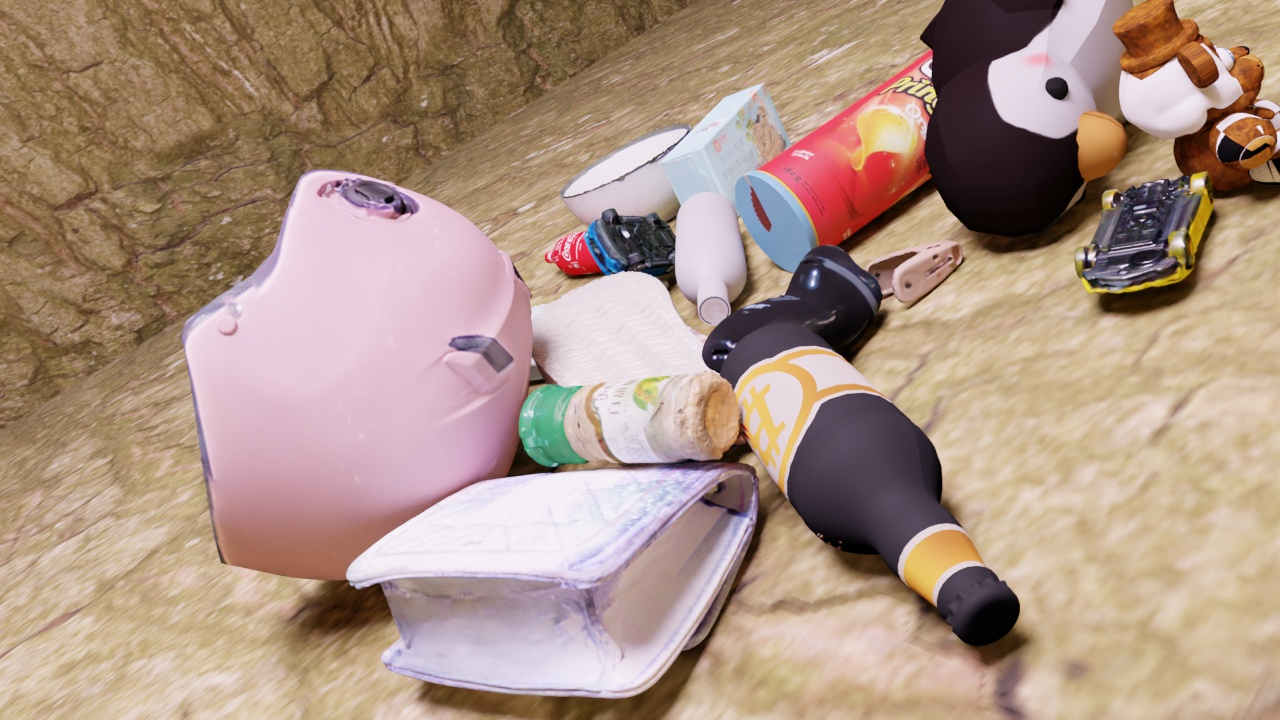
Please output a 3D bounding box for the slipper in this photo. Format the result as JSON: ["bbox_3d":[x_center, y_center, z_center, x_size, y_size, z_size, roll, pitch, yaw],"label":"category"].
[{"bbox_3d":[-0.003,0.003,0.579,0.115,0.052,0.263,-24,24,-6],"label":"slipper"}]

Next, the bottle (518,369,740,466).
[{"bbox_3d":[-0.008,0.029,0.430,0.111,0.043,0.042,-7,31,41],"label":"bottle"}]

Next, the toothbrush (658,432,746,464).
[{"bbox_3d":[0.059,0.038,0.481,0.135,0.017,0.021,-20,29,23],"label":"toothbrush"}]

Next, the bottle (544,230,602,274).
[{"bbox_3d":[-0.051,-0.106,0.895,0.041,0.042,0.142,-42,25,-29],"label":"bottle"}]

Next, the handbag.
[{"bbox_3d":[-0.036,0.093,0.419,0.159,0.069,0.126,-11,13,36],"label":"handbag"}]

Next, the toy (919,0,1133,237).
[{"bbox_3d":[0.221,-0.155,0.555,0.140,0.159,0.183,2,55,35],"label":"toy"}]

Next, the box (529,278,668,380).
[{"bbox_3d":[-0.086,-0.026,0.769,0.198,0.044,0.135,-7,30,36],"label":"box"}]

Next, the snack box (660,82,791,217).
[{"bbox_3d":[0.087,-0.200,0.890,0.053,0.075,0.174,-13,27,36],"label":"snack box"}]

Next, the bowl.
[{"bbox_3d":[-0.003,-0.180,0.958,0.153,0.073,0.153,-24,22,10],"label":"bowl"}]

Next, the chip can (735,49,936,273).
[{"bbox_3d":[0.177,-0.155,0.669,0.213,0.087,0.087,-36,23,-13],"label":"chip can"}]

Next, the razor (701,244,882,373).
[{"bbox_3d":[0.083,-0.026,0.501,0.053,0.064,0.140,0,13,39],"label":"razor"}]

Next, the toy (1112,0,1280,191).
[{"bbox_3d":[0.284,-0.133,0.462,0.067,0.112,0.087,-33,20,21],"label":"toy"}]

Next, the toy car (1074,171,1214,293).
[{"bbox_3d":[0.247,-0.060,0.448,0.049,0.030,0.106,-4,30,44],"label":"toy car"}]

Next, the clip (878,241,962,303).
[{"bbox_3d":[0.168,-0.054,0.543,0.050,0.026,0.060,-8,21,23],"label":"clip"}]

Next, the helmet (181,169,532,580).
[{"bbox_3d":[-0.142,0.011,0.547,0.152,0.230,0.254,12,29,4],"label":"helmet"}]

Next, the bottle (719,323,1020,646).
[{"bbox_3d":[0.088,0.045,0.370,0.059,0.059,0.181,-30,29,-1],"label":"bottle"}]

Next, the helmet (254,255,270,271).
[{"bbox_3d":[-0.269,-0.016,0.776,0.267,0.154,0.227,-60,21,-14],"label":"helmet"}]

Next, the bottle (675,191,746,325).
[{"bbox_3d":[0.052,-0.075,0.688,0.052,0.052,0.194,-24,23,13],"label":"bottle"}]

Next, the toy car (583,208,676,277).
[{"bbox_3d":[-0.005,-0.088,0.739,0.044,0.056,0.120,-34,-9,26],"label":"toy car"}]
